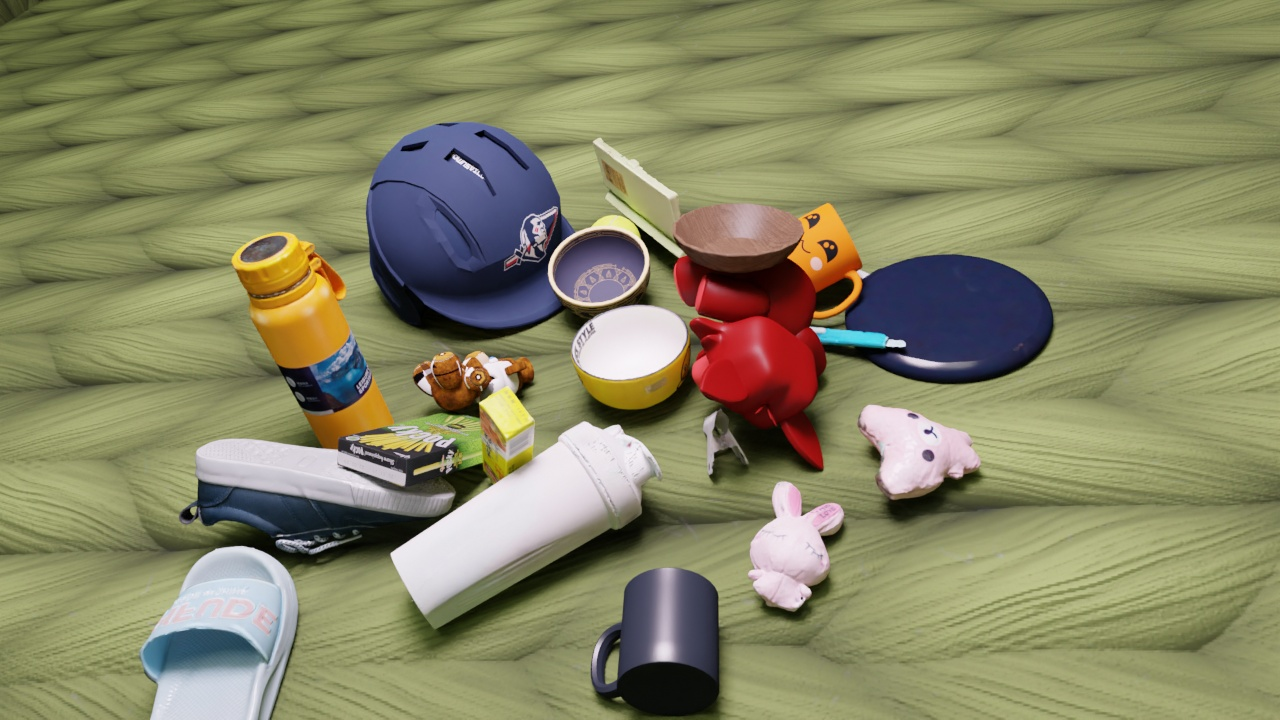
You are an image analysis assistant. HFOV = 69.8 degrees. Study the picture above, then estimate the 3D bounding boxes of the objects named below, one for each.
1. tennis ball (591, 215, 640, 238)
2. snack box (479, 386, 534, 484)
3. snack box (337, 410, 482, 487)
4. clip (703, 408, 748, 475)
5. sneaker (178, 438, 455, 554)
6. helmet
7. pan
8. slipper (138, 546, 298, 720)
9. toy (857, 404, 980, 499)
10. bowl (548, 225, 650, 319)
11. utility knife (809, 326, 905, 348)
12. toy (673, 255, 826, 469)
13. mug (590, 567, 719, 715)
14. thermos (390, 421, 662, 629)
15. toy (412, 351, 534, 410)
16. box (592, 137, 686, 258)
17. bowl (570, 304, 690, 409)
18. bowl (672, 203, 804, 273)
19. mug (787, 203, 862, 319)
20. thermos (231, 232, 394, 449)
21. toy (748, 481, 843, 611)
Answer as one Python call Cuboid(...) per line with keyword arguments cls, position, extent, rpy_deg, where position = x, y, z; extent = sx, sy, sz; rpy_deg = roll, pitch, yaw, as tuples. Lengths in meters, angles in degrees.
Cuboid(cls="tennis ball", position=(-0.032, -0.140, 1.091), extent=(0.065, 0.065, 0.065), rpy_deg=(-8, 39, 6))
Cuboid(cls="snack box", position=(-0.115, 0.075, 0.792), extent=(0.028, 0.148, 0.040), rpy_deg=(-32, 70, -22))
Cuboid(cls="snack box", position=(-0.194, 0.079, 0.846), extent=(0.080, 0.025, 0.147), rpy_deg=(12, 12, 28))
Cuboid(cls="clip", position=(0.068, 0.074, 0.820), extent=(0.040, 0.102, 0.054), rpy_deg=(-19, 83, -3))
Cuboid(cls="sneaker", position=(-0.289, 0.130, 0.827), extent=(0.235, 0.087, 0.089), rpy_deg=(9, 11, -5))
Cuboid(cls="helmet", position=(-0.187, -0.156, 1.072), extent=(0.272, 0.224, 0.231), rpy_deg=(40, 54, 2))
Cuboid(cls="pan", position=(0.260, -0.082, 0.979), extent=(0.198, 0.021, 0.356), rpy_deg=(-33, 42, -23))
Cuboid(cls="slipper", position=(-0.336, 0.239, 0.715), extent=(0.104, 0.074, 0.245), rpy_deg=(-12, 40, -1))
Cuboid(cls="toy", position=(0.237, 0.076, 0.771), extent=(0.096, 0.053, 0.099), rpy_deg=(0, 42, -4))
Cuboid(cls="bowl", position=(-0.042, -0.089, 1.029), extent=(0.112, 0.061, 0.112), rpy_deg=(-5, 57, 7))
Cuboid(cls="utility knife", position=(0.203, -0.021, 0.907), extent=(0.124, 0.015, 0.022), rpy_deg=(9, 45, 41))
Cuboid(cls="toy", position=(0.104, -0.009, 0.839), extent=(0.121, 0.158, 0.196), rpy_deg=(-32, 37, 34))
Cuboid(cls="mug", position=(0.007, 0.209, 0.668), extent=(0.105, 0.071, 0.077), rpy_deg=(-28, 33, 25))
Cuboid(cls="thermos", position=(-0.094, 0.130, 0.767), extent=(0.220, 0.099, 0.099), rpy_deg=(-30, 42, -14))
Cuboid(cls="toy", position=(-0.164, 0.018, 0.934), extent=(0.112, 0.067, 0.087), rpy_deg=(-20, 0, -37))
Cuboid(cls="box", position=(0.010, -0.176, 1.079), extent=(0.047, 0.141, 0.187), rpy_deg=(-40, 45, -4))
Cuboid(cls="bowl", position=(-0.005, 0.005, 0.908), extent=(0.117, 0.068, 0.117), rpy_deg=(-8, 40, 6))
Cuboid(cls="bowl", position=(0.087, -0.106, 0.826), extent=(0.118, 0.030, 0.117), rpy_deg=(-2, 32, 1))
Cuboid(cls="mug", position=(0.180, -0.094, 0.962), extent=(0.096, 0.077, 0.112), rpy_deg=(-28, 69, 10))
Cuboid(cls="thermos", position=(-0.313, -0.015, 0.887), extent=(0.076, 0.233, 0.091), rpy_deg=(-11, 39, 3))
Cuboid(cls="toy", position=(0.122, 0.143, 0.725), extent=(0.063, 0.047, 0.109), rpy_deg=(13, 42, 17))
